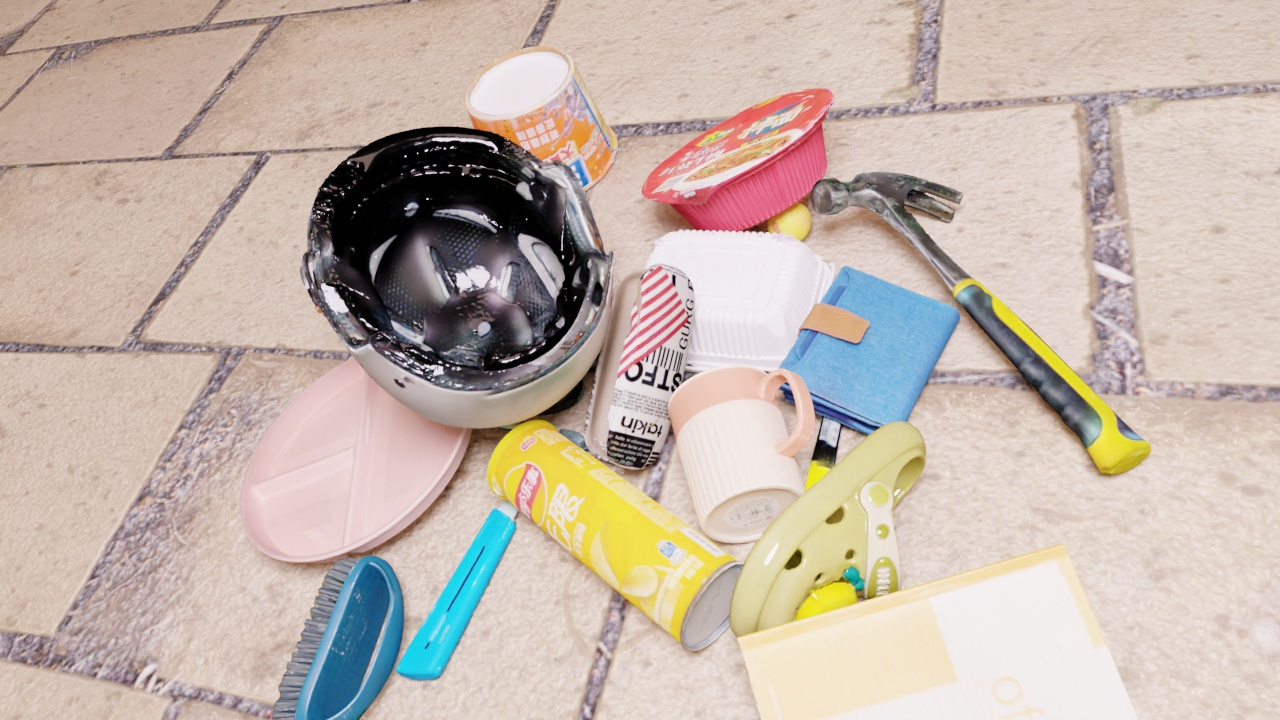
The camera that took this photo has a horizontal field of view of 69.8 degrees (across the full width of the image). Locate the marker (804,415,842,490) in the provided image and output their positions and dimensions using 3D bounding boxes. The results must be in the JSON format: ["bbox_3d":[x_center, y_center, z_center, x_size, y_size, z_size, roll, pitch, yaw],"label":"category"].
[{"bbox_3d":[0.141,0.069,0.697,0.018,0.015,0.123,7,52,19],"label":"marker"}]

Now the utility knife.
[{"bbox_3d":[-0.134,0.172,0.710,0.034,0.018,0.159,10,55,27],"label":"utility knife"}]

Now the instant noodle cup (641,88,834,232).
[{"bbox_3d":[0.098,-0.174,0.843,0.194,0.066,0.193,-25,23,11],"label":"instant noodle cup"}]

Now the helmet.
[{"bbox_3d":[-0.139,-0.052,0.748,0.229,0.157,0.274,-26,55,-20],"label":"helmet"}]

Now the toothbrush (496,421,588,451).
[{"bbox_3d":[-0.125,0.051,0.805,0.192,0.018,0.016,13,57,28],"label":"toothbrush"}]

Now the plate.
[{"bbox_3d":[-0.246,0.079,0.806,0.230,0.028,0.229,-16,44,16],"label":"plate"}]

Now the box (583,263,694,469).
[{"bbox_3d":[-0.006,0.004,0.739,0.088,0.076,0.163,6,85,49],"label":"box"}]

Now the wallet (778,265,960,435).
[{"bbox_3d":[0.178,-0.009,0.722,0.106,0.040,0.132,25,60,21],"label":"wallet"}]

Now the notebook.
[{"bbox_3d":[0.176,0.207,0.539,0.206,0.010,0.145,-18,72,6],"label":"notebook"}]

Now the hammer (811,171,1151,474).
[{"bbox_3d":[0.266,-0.045,0.710,0.126,0.032,0.323,-12,50,-24],"label":"hammer"}]

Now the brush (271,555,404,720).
[{"bbox_3d":[-0.215,0.213,0.681,0.074,0.055,0.143,-1,52,21],"label":"brush"}]

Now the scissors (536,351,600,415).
[{"bbox_3d":[-0.103,-0.020,0.854,0.129,0.019,0.185,-44,53,-17],"label":"scissors"}]

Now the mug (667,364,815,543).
[{"bbox_3d":[0.081,0.060,0.668,0.115,0.081,0.105,-42,43,31],"label":"mug"}]

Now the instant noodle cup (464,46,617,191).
[{"bbox_3d":[-0.111,-0.255,0.985,0.151,0.111,0.151,-10,50,12],"label":"instant noodle cup"}]

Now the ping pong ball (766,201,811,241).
[{"bbox_3d":[0.135,-0.126,0.837,0.040,0.040,0.040,-10,50,12],"label":"ping pong ball"}]

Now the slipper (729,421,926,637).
[{"bbox_3d":[0.139,0.121,0.607,0.190,0.092,0.081,-42,55,-18],"label":"slipper"}]

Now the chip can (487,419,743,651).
[{"bbox_3d":[-0.021,0.121,0.675,0.213,0.072,0.072,30,67,35],"label":"chip can"}]

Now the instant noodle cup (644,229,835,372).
[{"bbox_3d":[0.070,-0.058,0.795,0.174,0.060,0.137,5,55,25],"label":"instant noodle cup"}]
